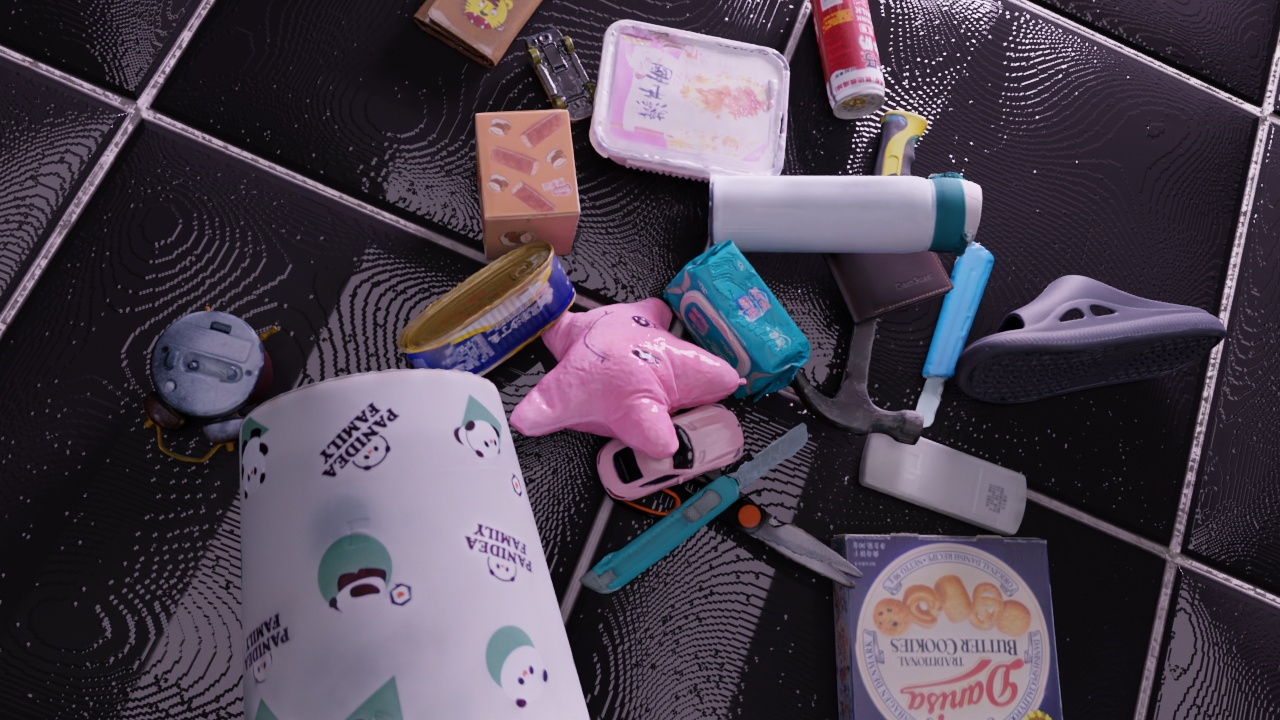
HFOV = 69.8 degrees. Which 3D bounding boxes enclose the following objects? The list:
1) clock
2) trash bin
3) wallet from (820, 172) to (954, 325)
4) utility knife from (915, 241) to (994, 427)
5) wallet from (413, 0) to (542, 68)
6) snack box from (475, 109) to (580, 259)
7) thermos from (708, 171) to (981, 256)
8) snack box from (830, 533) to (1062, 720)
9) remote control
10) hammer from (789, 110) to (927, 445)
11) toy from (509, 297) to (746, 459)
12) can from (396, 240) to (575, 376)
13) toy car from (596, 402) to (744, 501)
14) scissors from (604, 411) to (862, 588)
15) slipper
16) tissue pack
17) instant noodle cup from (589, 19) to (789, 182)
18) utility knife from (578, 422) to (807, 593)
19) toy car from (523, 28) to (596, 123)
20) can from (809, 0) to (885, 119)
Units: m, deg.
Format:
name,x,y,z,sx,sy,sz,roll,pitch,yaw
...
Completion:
name,x,y,z,sx,sy,sz,roll,pitch,yaw
clock,-0.335,0.019,0.714,0.082,0.055,0.121,17,75,-6
trash bin,-0.164,0.154,0.629,0.229,0.230,0.251,-9,72,-12
wallet,0.209,-0.100,0.815,0.096,0.020,0.122,-19,74,-5
utility knife,0.286,-0.023,0.847,0.034,0.018,0.194,21,74,9
wallet,-0.143,-0.337,0.850,0.090,0.033,0.115,32,77,-2
snack box,-0.098,-0.146,0.775,0.077,0.093,0.094,-5,77,-11
thermos,0.171,-0.126,0.777,0.224,0.073,0.073,1,75,6
snack box,0.253,0.238,0.762,0.178,0.046,0.182,2,75,-8
remote control,0.267,0.105,0.810,0.150,0.021,0.058,21,71,-4
hammer,0.212,-0.088,0.838,0.126,0.032,0.322,13,72,5
toy,-0.004,0.004,0.738,0.178,0.075,0.194,6,37,2
can,-0.123,-0.036,0.747,0.148,0.075,0.049,-38,123,-13
toy car,0.025,0.073,0.741,0.122,0.037,0.056,-21,79,-2
scissors,0.070,0.134,0.756,0.143,0.022,0.235,-38,79,-5
slipper,0.395,-0.024,0.831,0.268,0.111,0.083,-5,60,-16
tissue pack,0.081,-0.029,0.776,0.050,0.093,0.133,-34,83,-20
instant noodle cup,0.043,-0.223,0.836,0.173,0.060,0.138,8,75,-6
utility knife,0.045,0.121,0.739,0.223,0.013,0.029,-37,91,3
toy car,-0.072,-0.257,0.838,0.042,0.035,0.090,-26,82,-13
can,0.199,-0.304,0.885,0.053,0.053,0.132,-5,77,-11
